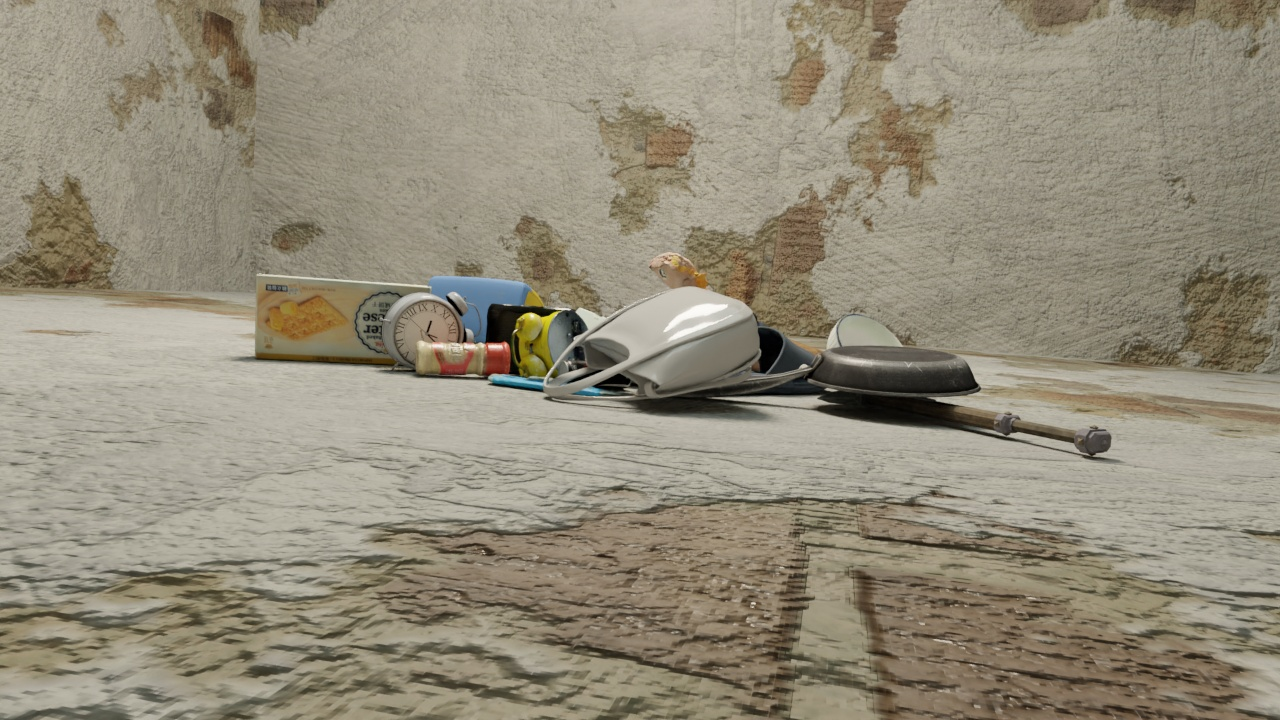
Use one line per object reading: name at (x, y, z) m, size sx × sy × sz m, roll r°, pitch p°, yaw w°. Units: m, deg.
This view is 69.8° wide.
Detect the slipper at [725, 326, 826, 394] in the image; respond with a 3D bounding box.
slipper at (0.151, -0.001, 1.160) m, size 0.263 × 0.082 × 0.101 m, roll -1°, pitch 9°, yaw -43°

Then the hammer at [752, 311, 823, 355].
hammer at (0.260, -0.009, 1.401) m, size 0.129 × 0.040 × 0.322 m, roll 49°, pitch -11°, yaw -29°

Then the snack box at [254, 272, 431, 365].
snack box at (-0.372, -0.050, 1.155) m, size 0.207 × 0.104 × 0.057 m, roll 3°, pitch 7°, yaw -16°

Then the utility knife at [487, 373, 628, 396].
utility knife at (-0.093, 0.027, 0.993) m, size 0.179 × 0.015 × 0.031 m, roll 8°, pitch 11°, yaw 24°

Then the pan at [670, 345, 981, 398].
pan at (0.193, 0.017, 1.019) m, size 0.357 × 0.055 × 0.187 m, roll 2°, pitch 8°, yaw 3°

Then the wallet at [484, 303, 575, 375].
wallet at (-0.139, -0.024, 1.135) m, size 0.114 × 0.089 × 0.026 m, roll 3°, pitch 10°, yaw -22°

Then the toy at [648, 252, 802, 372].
toy at (0.128, -0.070, 1.388) m, size 0.196 × 0.065 × 0.264 m, roll 19°, pitch -22°, yaw 39°

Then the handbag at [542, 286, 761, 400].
handbag at (-0.003, -0.004, 0.978) m, size 0.222 × 0.096 × 0.216 m, roll -22°, pitch 22°, yaw -19°

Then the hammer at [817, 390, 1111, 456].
hammer at (0.324, 0.056, 0.924) m, size 0.146 × 0.028 × 0.317 m, roll 0°, pitch 5°, yaw -26°

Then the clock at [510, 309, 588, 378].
clock at (-0.107, -0.016, 1.075) m, size 0.057 × 0.083 × 0.118 m, roll -7°, pitch -3°, yaw 34°

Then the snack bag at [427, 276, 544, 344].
snack bag at (-0.222, -0.048, 1.404) m, size 0.159 × 0.102 × 0.205 m, roll 5°, pitch -15°, yaw 14°

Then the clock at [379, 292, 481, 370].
clock at (-0.251, -0.037, 1.112) m, size 0.122 × 0.094 × 0.035 m, roll -17°, pitch 17°, yaw -25°

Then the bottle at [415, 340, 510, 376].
bottle at (-0.208, -0.002, 1.073) m, size 0.109 × 0.044 × 0.044 m, roll 1°, pitch 5°, yaw -18°

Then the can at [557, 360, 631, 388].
can at (-0.052, 0.016, 1.051) m, size 0.080 × 0.031 × 0.031 m, roll 2°, pitch 5°, yaw -27°

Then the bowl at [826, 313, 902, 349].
bowl at (0.292, 0.003, 1.219) m, size 0.118 × 0.118 × 0.062 m, roll 1°, pitch -37°, yaw -32°

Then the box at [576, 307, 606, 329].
box at (-0.068, -0.032, 1.407) m, size 0.083 × 0.066 × 0.199 m, roll -39°, pitch 21°, yaw -13°

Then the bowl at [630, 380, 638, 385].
bowl at (-0.007, 0.007, 1.170) m, size 0.157 × 0.038 × 0.157 m, roll 4°, pitch 4°, yaw 0°
